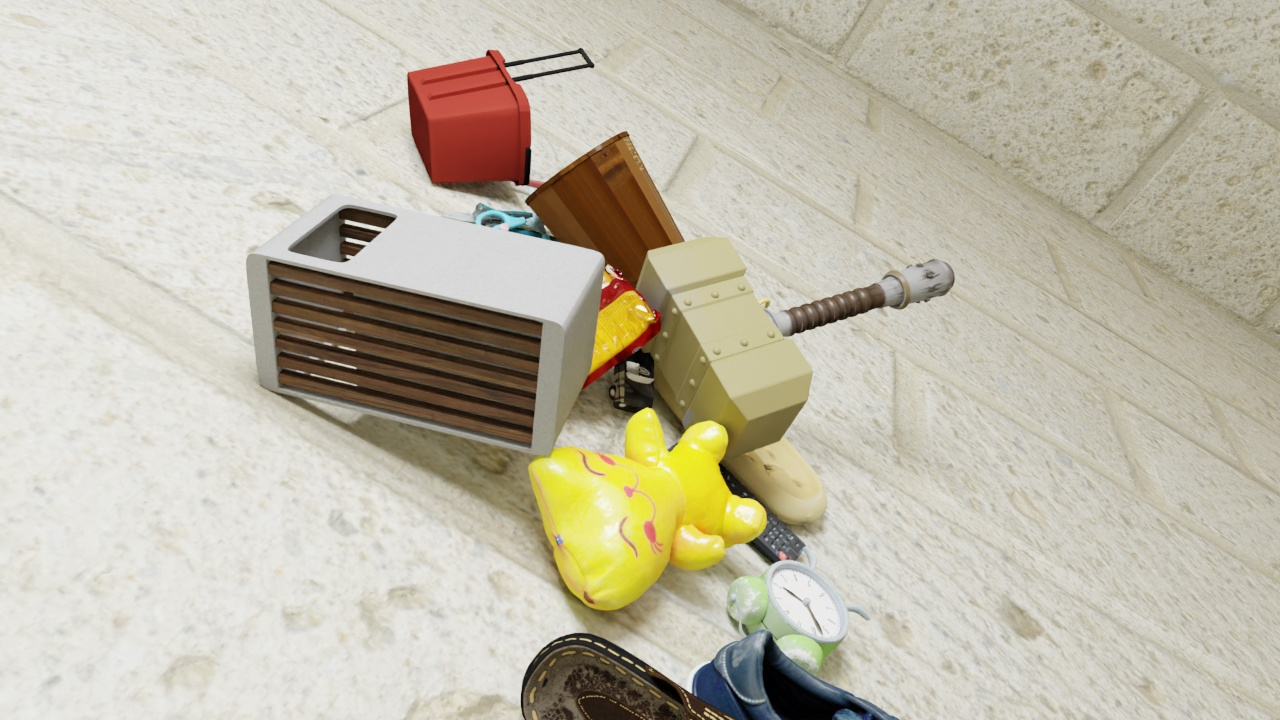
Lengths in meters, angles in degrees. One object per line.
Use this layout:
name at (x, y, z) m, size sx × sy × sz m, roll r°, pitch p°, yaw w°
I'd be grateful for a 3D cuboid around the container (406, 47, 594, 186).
container at (-0.158, -0.286, 1.070) m, size 0.200 × 0.127 × 0.148 m, roll -12°, pitch 48°, yaw -19°

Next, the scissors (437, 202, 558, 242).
scissors at (-0.154, -0.156, 1.030) m, size 0.127 × 0.019 × 0.141 m, roll 38°, pitch 38°, yaw -2°

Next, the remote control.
remote control at (0.084, 0.131, 0.839) m, size 0.150 × 0.022 × 0.047 m, roll 43°, pitch 32°, yaw 14°

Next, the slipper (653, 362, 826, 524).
slipper at (0.101, 0.048, 0.918) m, size 0.111 × 0.079 × 0.261 m, roll -7°, pitch 49°, yaw -42°

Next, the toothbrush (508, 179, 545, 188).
toothbrush at (-0.107, -0.214, 1.133) m, size 0.189 × 0.016 × 0.016 m, roll 9°, pitch 30°, yaw -18°

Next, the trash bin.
trash bin at (-0.156, -0.031, 0.693) m, size 0.229 × 0.115 × 0.114 m, roll 13°, pitch 33°, yaw 6°

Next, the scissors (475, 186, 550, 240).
scissors at (-0.116, -0.138, 1.020) m, size 0.134 × 0.015 × 0.133 m, roll -25°, pitch 78°, yaw -42°

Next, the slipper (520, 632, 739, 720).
slipper at (0.036, 0.263, 0.532) m, size 0.268 × 0.113 × 0.075 m, roll 37°, pitch 5°, yaw 11°

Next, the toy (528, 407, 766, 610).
toy at (0.000, 0.114, 0.727) m, size 0.193 × 0.088 × 0.134 m, roll -11°, pitch 68°, yaw -45°

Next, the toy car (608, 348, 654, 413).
toy car at (-0.005, 0.005, 0.897) m, size 0.040 × 0.037 × 0.092 m, roll 14°, pitch 63°, yaw -29°

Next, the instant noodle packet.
instant noodle packet at (-0.053, -0.022, 0.839) m, size 0.098 × 0.135 × 0.040 m, roll 52°, pitch -2°, yaw 43°

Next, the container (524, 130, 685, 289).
container at (-0.022, -0.138, 0.987) m, size 0.167 × 0.132 × 0.131 m, roll 56°, pitch 31°, yaw -7°

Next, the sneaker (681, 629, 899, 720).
sneaker at (0.168, 0.282, 0.602) m, size 0.294 × 0.127 × 0.120 m, roll 39°, pitch 30°, yaw 6°

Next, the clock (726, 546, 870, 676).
clock at (0.122, 0.208, 0.742) m, size 0.119 × 0.043 × 0.094 m, roll -9°, pitch 49°, yaw -48°

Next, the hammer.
hammer at (0.173, -0.045, 0.888) m, size 0.324 × 0.101 × 0.190 m, roll -17°, pitch 62°, yaw -23°
